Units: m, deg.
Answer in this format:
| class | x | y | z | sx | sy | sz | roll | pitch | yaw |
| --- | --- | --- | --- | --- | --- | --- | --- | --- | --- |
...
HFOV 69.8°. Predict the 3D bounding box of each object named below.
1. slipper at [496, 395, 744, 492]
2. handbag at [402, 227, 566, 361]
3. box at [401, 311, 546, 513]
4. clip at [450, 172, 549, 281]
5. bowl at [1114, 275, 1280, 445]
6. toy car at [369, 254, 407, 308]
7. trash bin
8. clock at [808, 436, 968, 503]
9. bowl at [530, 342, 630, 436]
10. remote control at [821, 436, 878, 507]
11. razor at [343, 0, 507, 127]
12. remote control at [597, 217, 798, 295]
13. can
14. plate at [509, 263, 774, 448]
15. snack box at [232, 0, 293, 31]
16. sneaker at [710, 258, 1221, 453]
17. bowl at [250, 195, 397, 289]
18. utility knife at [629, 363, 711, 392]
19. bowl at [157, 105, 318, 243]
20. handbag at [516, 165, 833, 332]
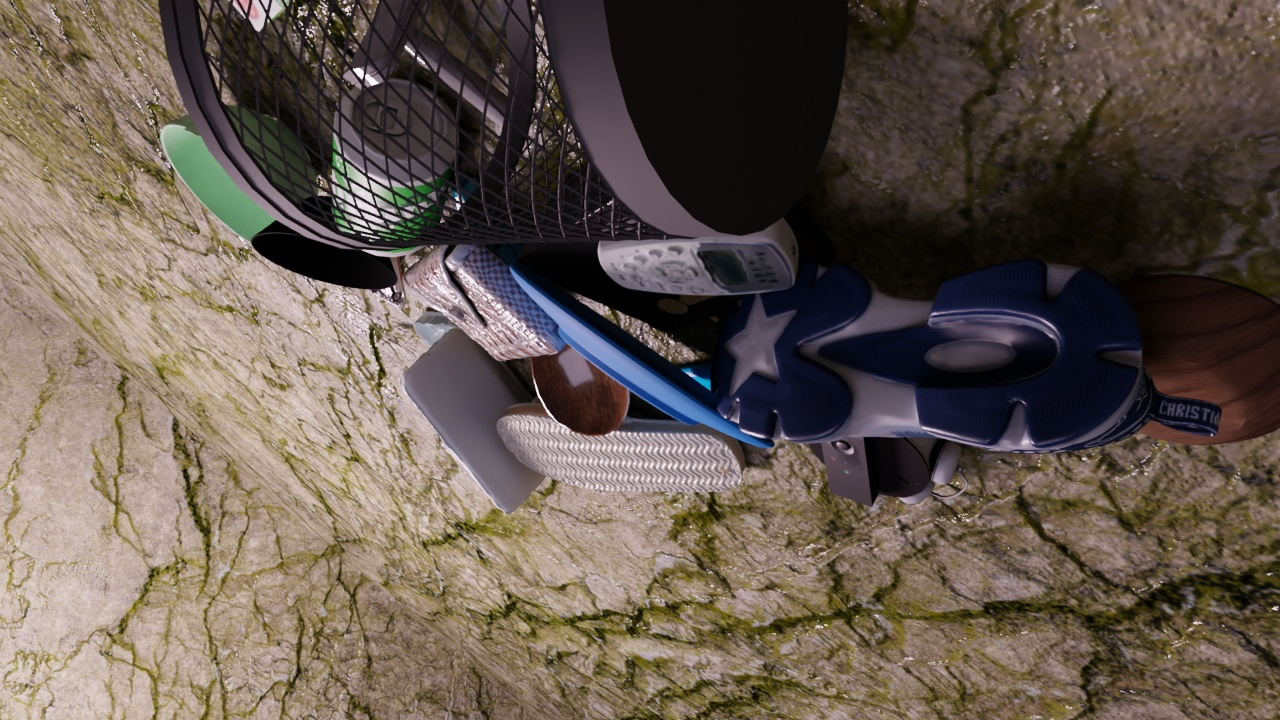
| class | x | y | z | sx | sy | sz | roll | pitch | yaw |
| --- | --- | --- | --- | --- | --- | --- | --- | --- | --- |
| slipper | -0.020 | 0.074 | 0.891 | 0.263 | 0.052 | 0.115 | 3 | 133 | 29 |
| handbag | -0.136 | -0.047 | 0.778 | 0.124 | 0.047 | 0.186 | 40 | 163 | -17 |
| box | -0.183 | 0.050 | 0.985 | 0.105 | 0.128 | 0.210 | 4 | 133 | 46 |
| clip | -0.116 | -0.091 | 0.773 | 0.120 | 0.033 | 0.123 | 39 | 153 | 1 |
| bowl | 0.282 | 0.010 | 0.481 | 0.119 | 0.032 | 0.119 | 27 | 151 | 16 |
| toy car | -0.242 | -0.101 | 0.877 | 0.039 | 0.038 | 0.113 | 27 | 146 | 15 |
| trash bin | -0.051 | -0.154 | 0.415 | 0.228 | 0.217 | 0.218 | 8 | 142 | 35 |
| clock | 0.181 | 0.063 | 0.670 | 0.122 | 0.035 | 0.095 | 32 | 152 | 5 |
| bowl | -0.050 | 0.012 | 0.833 | 0.102 | 0.026 | 0.114 | 3 | 114 | 29 |
| remote control | 0.144 | 0.053 | 0.643 | 0.034 | 0.013 | 0.150 | 17 | 146 | 31 |
| razor | -0.123 | -0.189 | 0.597 | 0.047 | 0.088 | 0.116 | 1 | 156 | 47 |
| remote control | 0.031 | -0.061 | 0.519 | 0.114 | 0.028 | 0.060 | 2 | 155 | 24 |
| can | -0.191 | -0.145 | 0.706 | 0.088 | 0.087 | 0.140 | 37 | 152 | -2 |
| plate | -0.004 | 0.004 | 0.653 | 0.224 | 0.024 | 0.224 | 34 | -177 | -3 |
| snack box | -0.294 | -0.318 | 0.618 | 0.132 | 0.027 | 0.168 | -4 | 133 | 51 |
| sneaker | 0.158 | 0.010 | 0.508 | 0.132 | 0.103 | 0.270 | 19 | 170 | -36 |
| bowl | -0.268 | -0.109 | 0.801 | 0.124 | 0.052 | 0.124 | 10 | 165 | 2 |
| utility knife | 0.040 | 0.014 | 0.771 | 0.221 | 0.015 | 0.031 | -9 | 126 | 49 |
| bowl | -0.357 | -0.177 | 0.849 | 0.151 | 0.076 | 0.151 | 27 | 151 | 16 |
| handbag | 0.047 | -0.063 | 0.617 | 0.195 | 0.072 | 0.176 | 35 | 154 | -22 |
